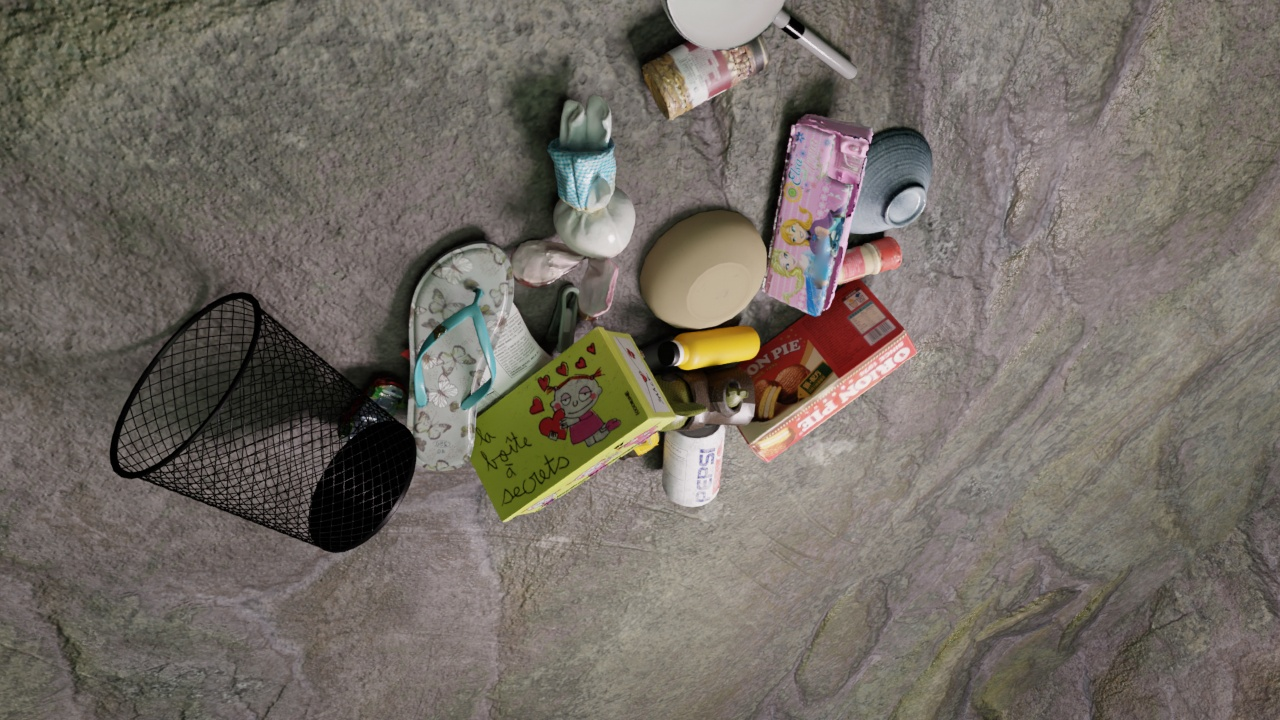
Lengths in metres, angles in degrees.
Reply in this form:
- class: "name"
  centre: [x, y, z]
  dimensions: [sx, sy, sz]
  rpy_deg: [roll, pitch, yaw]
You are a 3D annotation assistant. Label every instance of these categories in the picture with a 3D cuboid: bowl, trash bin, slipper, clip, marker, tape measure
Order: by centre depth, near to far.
- class: "bowl"
  centre: [0.066, -0.332, 0.787]
  dimensions: [0.113, 0.063, 0.114]
  rpy_deg: [-10, 128, -12]
- class: "trash bin"
  centre: [-0.335, 0.072, 0.855]
  dimensions: [0.184, 0.184, 0.210]
  rpy_deg: [-38, 131, 9]
- class: "marker"
  centre: [0.167, -0.312, 0.898]
  dimensions: [0.140, 0.016, 0.016]
  rpy_deg: [19, 119, -39]
- class: "slipper"
  centre: [-0.197, 0.006, 0.940]
  dimensions: [0.098, 0.054, 0.269]
  rpy_deg: [12, 115, -13]
- class: "clip"
  centre: [-0.083, -0.048, 1.007]
  dimensions: [0.023, 0.059, 0.076]
  rpy_deg: [0, 116, -31]
- class: "bowl"
  centre: [0.079, -0.091, 1.034]
  dimensions: [0.152, 0.050, 0.153]
  rpy_deg: [-15, 135, -15]
- class: "bowl"
  centre: [0.289, -0.189, 1.050]
  dimensions: [0.137, 0.057, 0.137]
  rpy_deg: [-15, 136, -15]
- class: "tape measure"
  centre: [-0.007, 0.095, 1.174]
  dimensions: [0.064, 0.037, 0.066]
  rpy_deg: [-24, 137, -5]

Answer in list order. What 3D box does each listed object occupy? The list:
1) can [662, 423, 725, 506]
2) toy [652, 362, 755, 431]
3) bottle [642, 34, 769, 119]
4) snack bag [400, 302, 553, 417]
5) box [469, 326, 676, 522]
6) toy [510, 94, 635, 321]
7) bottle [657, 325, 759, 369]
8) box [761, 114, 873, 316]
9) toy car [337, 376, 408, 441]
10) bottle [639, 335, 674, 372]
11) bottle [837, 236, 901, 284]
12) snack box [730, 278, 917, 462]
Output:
- class: "can"
  centre: [0.069, 0.125, 1.212]
  dimensions: [0.078, 0.078, 0.136]
  rpy_deg: [-14, 135, -16]
- class: "toy"
  centre: [0.065, 0.045, 1.106]
  dimensions: [0.152, 0.180, 0.078]
  rpy_deg: [-3, 90, -33]
- class: "bottle"
  centre: [0.060, -0.272, 0.850]
  dimensions: [0.105, 0.056, 0.056]
  rpy_deg: [-29, 137, -1]
- class: "snack bag"
  centre: [-0.166, 0.004, 1.002]
  dimensions: [0.131, 0.039, 0.144]
  rpy_deg: [-30, 136, 3]
- class: "box"
  centre: [-0.085, 0.073, 1.017]
  dimensions: [0.221, 0.124, 0.080]
  rpy_deg: [-33, 164, 19]
- class: "toy"
  centre: [-0.052, -0.159, 0.891]
  dimensions: [0.105, 0.131, 0.206]
  rpy_deg: [-33, 139, -45]
- class: "bottle"
  centre: [0.080, -0.015, 1.086]
  dimensions: [0.143, 0.043, 0.043]
  rpy_deg: [-9, 135, -43]
- class: "box"
  centre: [0.190, -0.152, 1.012]
  dimensions: [0.085, 0.053, 0.231]
  rpy_deg: [15, 133, 12]
- class: "toy car"
  centre: [-0.288, 0.054, 0.985]
  dimensions: [0.042, 0.036, 0.091]
  rpy_deg: [26, 119, -41]
- class: "bottle"
  centre: [-0.006, 0.006, 1.096]
  dimensions: [0.113, 0.030, 0.030]
  rpy_deg: [-24, 137, -6]
- class: "bottle"
  centre: [0.261, -0.118, 1.113]
  dimensions: [0.109, 0.044, 0.044]
  rpy_deg: [-17, 136, -12]
- class: "snack box"
  centre: [0.216, 0.012, 1.160]
  dimensions: [0.236, 0.113, 0.060]
  rpy_deg: [-37, 138, 8]
